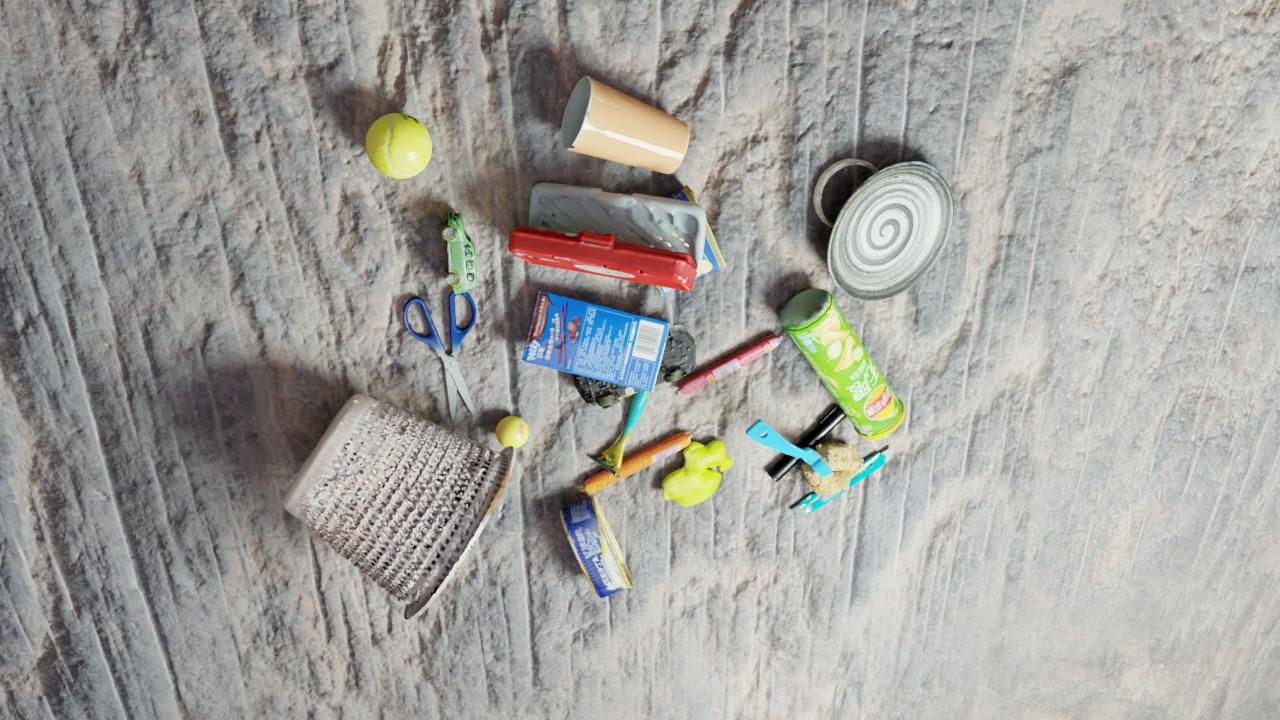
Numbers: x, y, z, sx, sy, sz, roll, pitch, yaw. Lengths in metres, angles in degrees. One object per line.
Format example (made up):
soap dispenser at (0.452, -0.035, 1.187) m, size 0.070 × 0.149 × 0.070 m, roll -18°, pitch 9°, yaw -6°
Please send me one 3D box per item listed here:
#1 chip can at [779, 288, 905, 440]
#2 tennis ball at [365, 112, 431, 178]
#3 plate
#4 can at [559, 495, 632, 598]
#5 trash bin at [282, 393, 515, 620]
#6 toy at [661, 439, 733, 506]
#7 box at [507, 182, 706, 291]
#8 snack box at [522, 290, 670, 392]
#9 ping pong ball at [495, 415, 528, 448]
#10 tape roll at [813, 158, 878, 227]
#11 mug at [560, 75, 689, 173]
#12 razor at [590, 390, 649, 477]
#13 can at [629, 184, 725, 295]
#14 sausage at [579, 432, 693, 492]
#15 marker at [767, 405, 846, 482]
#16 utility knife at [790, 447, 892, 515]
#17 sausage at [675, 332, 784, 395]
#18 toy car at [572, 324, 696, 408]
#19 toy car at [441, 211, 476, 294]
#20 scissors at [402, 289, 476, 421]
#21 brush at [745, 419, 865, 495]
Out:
chip can at (0.256, 0.005, 1.158) m, size 0.072 × 0.072 × 0.221 m, roll -37°, pitch 118°, yaw 6°
tennis ball at (-0.245, -0.218, 0.933) m, size 0.065 × 0.065 × 0.065 m, roll -5°, pitch 117°, yaw -11°
plate at (0.298, -0.156, 1.106) m, size 0.179 × 0.024 × 0.180 m, roll -12°, pitch 125°, yaw -18°
can at (-0.057, 0.246, 1.202) m, size 0.049 × 0.074 × 0.148 m, roll -21°, pitch 119°, yaw 0°
trash bin at (-0.280, 0.147, 1.036) m, size 0.192 × 0.227 × 0.228 m, roll 33°, pitch 104°, yaw -12°
toy at (0.076, 0.152, 1.211) m, size 0.096 × 0.031 × 0.100 m, roll -3°, pitch 116°, yaw -14°
box at (-0.032, -0.140, 0.982) m, size 0.201 × 0.095 × 0.098 m, roll 11°, pitch 87°, yaw 14°
snack box at (-0.051, -0.022, 1.067) m, size 0.157 × 0.026 × 0.084 m, roll 14°, pitch 94°, yaw -6°
ping pong ball at (-0.156, 0.088, 1.118) m, size 0.040 × 0.040 × 0.040 m, roll -5°, pitch 117°, yaw -11°
tape roll at (0.248, -0.197, 1.090) m, size 0.085 × 0.014 × 0.086 m, roll -5°, pitch 116°, yaw -11°
mug at (-0.014, -0.243, 0.973) m, size 0.122 × 0.078 × 0.078 m, roll 14°, pitch 112°, yaw -24°
razor at (-0.017, 0.083, 1.156) m, size 0.028 × 0.043 × 0.133 m, roll -4°, pitch 123°, yaw -57°
can at (0.039, -0.135, 1.047) m, size 0.083 × 0.057 × 0.102 m, roll -26°, pitch 118°, yaw 3°
sausage at (-0.005, 0.132, 1.187) m, size 0.165 × 0.021 × 0.021 m, roll -26°, pitch 119°, yaw 0°
marker at (0.223, 0.113, 1.233) m, size 0.022 × 0.020 × 0.132 m, roll 41°, pitch 101°, yaw -19°
utility knife at (0.283, 0.171, 1.280) m, size 0.164 × 0.013 × 0.029 m, roll -35°, pitch 119°, yaw 5°
sausage at (0.113, 0.005, 1.154) m, size 0.156 × 0.020 × 0.020 m, roll -28°, pitch 119°, yaw 1°
toy car at (-0.007, 0.006, 1.108) m, size 0.156 × 0.041 × 0.071 m, roll -19°, pitch 97°, yaw -1°
toy car at (-0.200, -0.118, 1.006) m, size 0.036 × 0.043 × 0.091 m, roll -7°, pitch 119°, yaw -7°
scissors at (-0.215, -0.008, 1.075) m, size 0.141 × 0.012 × 0.171 m, roll -39°, pitch 119°, yaw 8°
brush at (0.211, 0.121, 1.179) m, size 0.083 × 0.046 × 0.254 m, roll -43°, pitch 141°, yaw 17°
